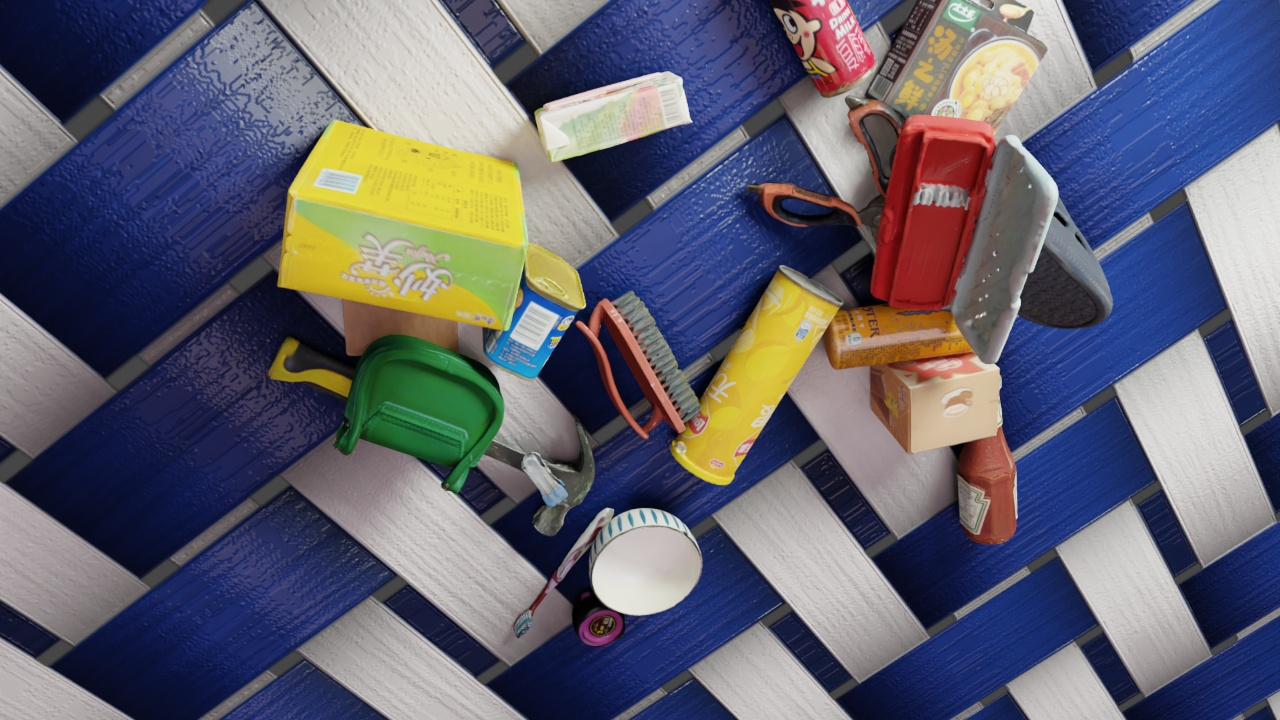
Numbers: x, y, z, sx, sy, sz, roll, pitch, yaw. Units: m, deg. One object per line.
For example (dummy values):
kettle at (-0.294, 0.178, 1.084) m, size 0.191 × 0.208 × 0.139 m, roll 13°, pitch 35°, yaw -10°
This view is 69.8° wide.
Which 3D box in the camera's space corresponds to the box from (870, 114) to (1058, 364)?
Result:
box at (0.271, -0.103, 0.775) m, size 0.073 × 0.154 × 0.201 m, roll -38°, pitch 147°, yaw -25°

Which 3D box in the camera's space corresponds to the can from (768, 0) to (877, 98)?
can at (0.141, -0.286, 0.750) m, size 0.053 × 0.053 × 0.133 m, roll -34°, pitch 118°, yaw 6°

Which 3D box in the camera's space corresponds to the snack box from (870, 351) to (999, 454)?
snack box at (0.290, 0.030, 0.914) m, size 0.092 × 0.094 × 0.077 m, roll -11°, pitch 117°, yaw -6°

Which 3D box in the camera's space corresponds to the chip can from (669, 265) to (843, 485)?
chip can at (0.110, 0.016, 0.885) m, size 0.072 × 0.072 × 0.214 m, roll 23°, pitch 109°, yaw -21°

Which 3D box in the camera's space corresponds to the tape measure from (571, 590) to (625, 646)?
tape measure at (-0.046, 0.281, 1.004) m, size 0.058 × 0.039 × 0.057 m, roll -12°, pitch 118°, yaw -11°

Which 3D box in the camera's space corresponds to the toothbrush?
toothbrush at (-0.083, 0.228, 0.981) m, size 0.016 × 0.017 × 0.188 m, roll 30°, pitch 108°, yaw -24°

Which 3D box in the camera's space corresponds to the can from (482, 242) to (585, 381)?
can at (-0.096, -0.043, 0.798) m, size 0.057 × 0.102 × 0.083 m, roll 26°, pitch 111°, yaw -22°

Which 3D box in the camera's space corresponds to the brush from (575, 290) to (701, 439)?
brush at (-0.005, 0.005, 0.860) m, size 0.069 × 0.063 × 0.146 m, roll -34°, pitch 117°, yaw -9°

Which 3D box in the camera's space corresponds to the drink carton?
drink carton at (-0.024, -0.203, 0.759) m, size 0.122 × 0.053 × 0.045 m, roll -16°, pitch 114°, yaw -3°

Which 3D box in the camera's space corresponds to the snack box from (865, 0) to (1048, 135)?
snack box at (0.277, -0.261, 0.796) m, size 0.113 × 0.053 × 0.126 m, roll 18°, pitch 116°, yaw -19°

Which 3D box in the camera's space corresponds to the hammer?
hammer at (-0.186, 0.060, 0.870) m, size 0.323 × 0.032 × 0.126 m, roll 28°, pitch 108°, yaw -22°

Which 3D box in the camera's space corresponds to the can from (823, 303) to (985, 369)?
can at (0.253, -0.028, 0.886) m, size 0.146 × 0.058 × 0.058 m, roll -8°, pitch 118°, yaw 3°

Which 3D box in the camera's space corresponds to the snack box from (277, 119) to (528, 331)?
snack box at (-0.170, -0.108, 0.689) m, size 0.157 × 0.209 × 0.070 m, roll 11°, pitch 114°, yaw -15°

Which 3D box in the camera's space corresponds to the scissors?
scissors at (0.207, -0.142, 0.821) m, size 0.225 × 0.015 × 0.189 m, roll 14°, pitch 139°, yaw -7°

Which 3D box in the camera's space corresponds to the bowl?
bowl at (0.001, 0.200, 0.957) m, size 0.116 × 0.066 × 0.117 m, roll -4°, pitch 118°, yaw -9°

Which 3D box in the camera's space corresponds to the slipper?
slipper at (0.343, -0.131, 0.836) m, size 0.268 × 0.111 × 0.083 m, roll 40°, pitch 75°, yaw -17°

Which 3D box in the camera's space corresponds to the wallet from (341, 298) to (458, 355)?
wallet at (-0.212, -0.059, 0.807) m, size 0.101 × 0.020 × 0.115 m, roll 0°, pitch 113°, yaw -11°

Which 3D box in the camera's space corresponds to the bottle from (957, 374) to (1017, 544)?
bottle at (0.373, 0.104, 0.990) m, size 0.060 × 0.059 × 0.206 m, roll -15°, pitch 117°, yaw -4°

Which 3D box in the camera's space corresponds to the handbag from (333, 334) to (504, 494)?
handbag at (-0.191, 0.046, 0.803) m, size 0.131 × 0.068 × 0.120 m, roll 21°, pitch 98°, yaw -18°

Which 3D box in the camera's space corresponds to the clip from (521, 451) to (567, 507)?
clip at (-0.095, 0.113, 0.886) m, size 0.027 × 0.043 × 0.058 m, roll -32°, pitch 114°, yaw 7°
